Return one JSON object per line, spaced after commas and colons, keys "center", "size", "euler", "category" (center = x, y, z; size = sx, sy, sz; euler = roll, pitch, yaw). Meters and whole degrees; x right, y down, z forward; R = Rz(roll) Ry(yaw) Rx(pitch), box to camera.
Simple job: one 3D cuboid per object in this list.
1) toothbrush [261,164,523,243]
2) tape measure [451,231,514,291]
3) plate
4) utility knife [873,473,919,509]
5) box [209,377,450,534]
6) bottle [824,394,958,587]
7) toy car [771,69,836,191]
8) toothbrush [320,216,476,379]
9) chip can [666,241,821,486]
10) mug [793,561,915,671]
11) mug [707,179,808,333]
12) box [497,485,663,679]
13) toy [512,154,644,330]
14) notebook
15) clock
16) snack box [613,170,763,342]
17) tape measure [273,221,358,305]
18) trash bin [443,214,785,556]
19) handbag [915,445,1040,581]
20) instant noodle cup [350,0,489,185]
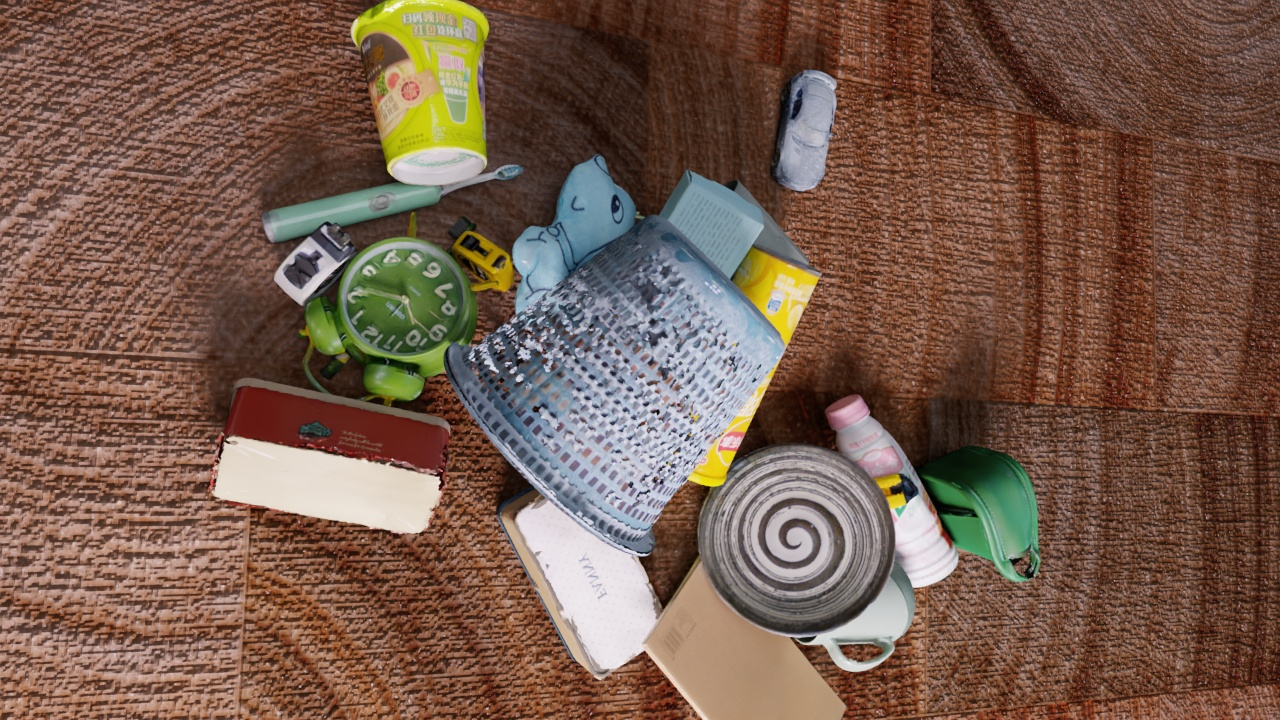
{"center": [-0.206, -0.139, 0.784], "size": [0.224, 0.027, 0.026], "euler": [-18, 111, -21], "category": "toothbrush"}
{"center": [-0.133, -0.088, 0.792], "size": [0.057, 0.060, 0.028], "euler": [34, 76, 9], "category": "tape measure"}
{"center": [0.142, 0.163, 0.846], "size": [0.179, 0.024, 0.179], "euler": [-4, 67, 9], "category": "plate"}
{"center": [0.160, 0.143, 0.876], "size": [0.215, 0.015, 0.033], "euler": [-12, 76, 1], "category": "utility knife"}
{"center": [-0.239, 0.084, 0.713], "size": [0.168, 0.092, 0.076], "euler": [14, 41, -19], "category": "box"}
{"center": [0.245, 0.128, 0.918], "size": [0.068, 0.068, 0.197], "euler": [-32, 96, -20], "category": "bottle"}
{"center": [0.168, -0.233, 0.930], "size": [0.054, 0.037, 0.120], "euler": [13, 85, -20], "category": "toy car"}
{"center": [-0.207, -0.056, 0.786], "size": [0.017, 0.012, 0.185], "euler": [42, 73, -7], "category": "toothbrush"}
{"center": [0.086, 0.004, 0.820], "size": [0.072, 0.072, 0.213], "euler": [20, 104, -19], "category": "chip can"}
{"center": [0.204, 0.241, 0.877], "size": [0.106, 0.082, 0.111], "euler": [7, 47, -21], "category": "mug"}
{"center": [0.082, -0.091, 0.867], "size": [0.103, 0.084, 0.124], "euler": [43, 86, -15], "category": "mug"}
{"center": [-0.053, 0.179, 0.806], "size": [0.089, 0.061, 0.184], "euler": [-27, 94, -21], "category": "box"}
{"center": [-0.052, -0.102, 0.818], "size": [0.155, 0.050, 0.161], "euler": [-13, 104, -45], "category": "toy"}
{"center": [0.099, 0.285, 0.825], "size": [0.211, 0.012, 0.149], "euler": [51, 37, -4], "category": "notebook"}
{"center": [-0.202, -0.032, 0.746], "size": [0.116, 0.056, 0.161], "euler": [39, 74, 0], "category": "clock"}
{"center": [0.030, -0.074, 0.810], "size": [0.074, 0.051, 0.175], "euler": [27, 113, -13], "category": "snack box"}
{"center": [-0.260, -0.077, 0.738], "size": [0.033, 0.066, 0.066], "euler": [44, 78, -7], "category": "tape measure"}
{"center": [-0.004, 0.004, 0.717], "size": [0.195, 0.226, 0.226], "euler": [-45, 103, 5], "category": "trash bin"}
{"center": [0.340, 0.152, 0.921], "size": [0.068, 0.131, 0.120], "euler": [-26, 100, -11], "category": "handbag"}
{"center": [-0.172, -0.213, 0.749], "size": [0.111, 0.112, 0.123], "euler": [-6, 82, -21], "category": "instant noodle cup"}
